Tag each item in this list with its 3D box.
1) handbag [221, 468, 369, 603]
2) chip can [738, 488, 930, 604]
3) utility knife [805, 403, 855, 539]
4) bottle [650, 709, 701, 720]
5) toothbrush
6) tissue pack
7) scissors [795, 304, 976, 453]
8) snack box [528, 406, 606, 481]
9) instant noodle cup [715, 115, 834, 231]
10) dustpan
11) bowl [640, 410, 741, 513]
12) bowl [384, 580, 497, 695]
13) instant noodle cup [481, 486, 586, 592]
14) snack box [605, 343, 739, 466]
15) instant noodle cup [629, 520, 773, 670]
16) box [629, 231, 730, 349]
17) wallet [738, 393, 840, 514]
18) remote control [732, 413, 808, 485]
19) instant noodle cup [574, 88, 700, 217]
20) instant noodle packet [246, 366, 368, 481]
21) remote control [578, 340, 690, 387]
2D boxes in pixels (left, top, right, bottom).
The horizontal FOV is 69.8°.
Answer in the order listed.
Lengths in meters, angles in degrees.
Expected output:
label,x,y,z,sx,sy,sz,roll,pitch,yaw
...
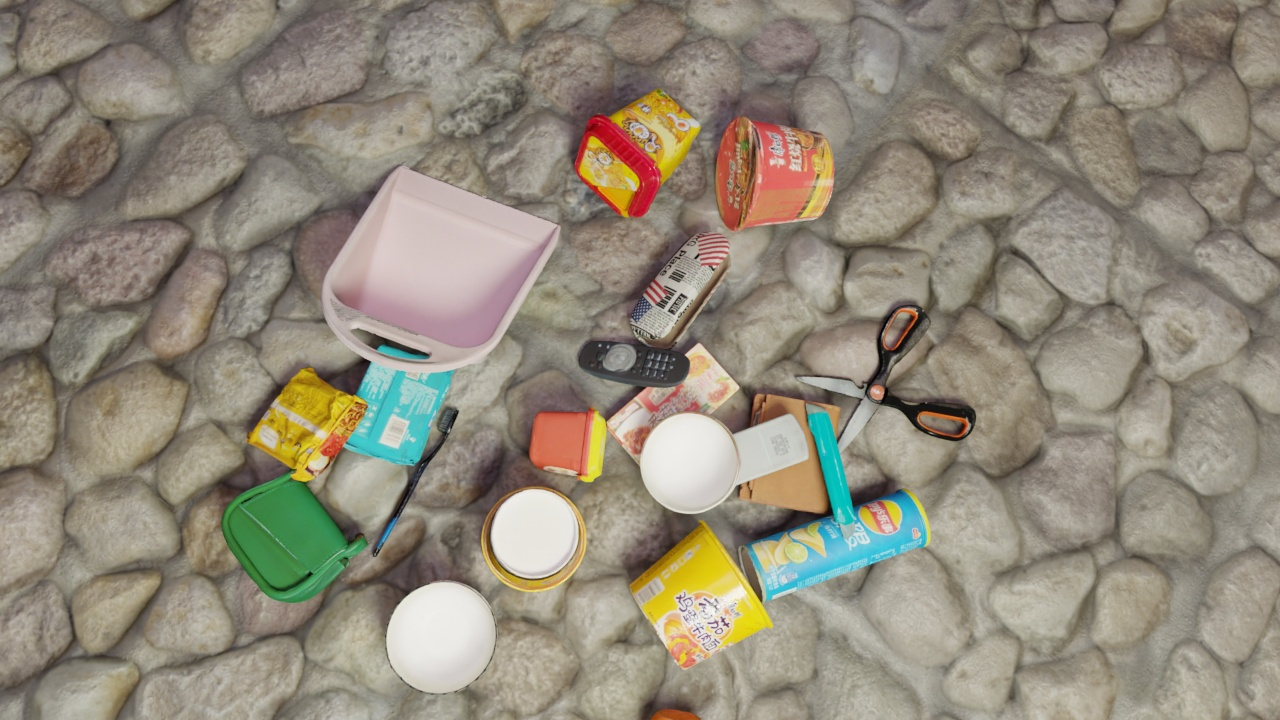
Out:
label,x,y,z,sx,sy,sz,roll,pitch,yaw
handbag,-0.378,0.192,1.001,0.120,0.068,0.131,-36,82,-21
chip can,0.222,0.212,1.056,0.210,0.071,0.071,-17,79,-9
utility knife,0.220,0.125,1.056,0.029,0.013,0.166,-6,65,-7
bottle,0.032,0.457,0.985,0.067,0.067,0.149,9,83,-4
toothbrush,-0.258,0.138,1.050,0.016,0.014,0.189,27,76,1
tissue pack,-0.277,0.050,1.049,0.093,0.050,0.133,20,75,1
scissors,0.309,0.031,1.133,0.233,0.022,0.220,18,77,0
snack box,-0.082,0.093,1.043,0.080,0.091,0.082,7,76,2
instant noodle cup,0.165,-0.227,1.130,0.108,0.138,0.137,-2,77,-16
dustpan,-0.230,-0.105,1.046,0.222,0.139,0.273,18,76,-1
bowl,0.062,0.115,1.040,0.114,0.062,0.113,-2,83,17
bowl,-0.212,0.296,0.990,0.116,0.066,0.116,2,77,-7
instant noodle cup,-0.116,0.192,1.001,0.118,0.114,0.118,1,76,-6
snack box,0.038,0.055,1.096,0.152,0.025,0.075,-40,84,-13
instant noodle cup,0.062,0.261,1.000,0.109,0.138,0.138,-34,82,-5
box,0.047,-0.092,1.104,0.075,0.082,0.163,36,78,10
wallet,0.178,0.111,1.094,0.108,0.031,0.131,9,78,1
remote control,0.120,0.112,1.068,0.150,0.021,0.058,-21,77,12
instant noodle cup,0.000,-0.260,1.129,0.116,0.116,0.123,43,64,5
instant noodle packet,-0.369,0.068,1.012,0.128,0.044,0.110,21,68,40
remote control,-0.006,0.006,1.090,0.136,0.024,0.053,9,62,18
